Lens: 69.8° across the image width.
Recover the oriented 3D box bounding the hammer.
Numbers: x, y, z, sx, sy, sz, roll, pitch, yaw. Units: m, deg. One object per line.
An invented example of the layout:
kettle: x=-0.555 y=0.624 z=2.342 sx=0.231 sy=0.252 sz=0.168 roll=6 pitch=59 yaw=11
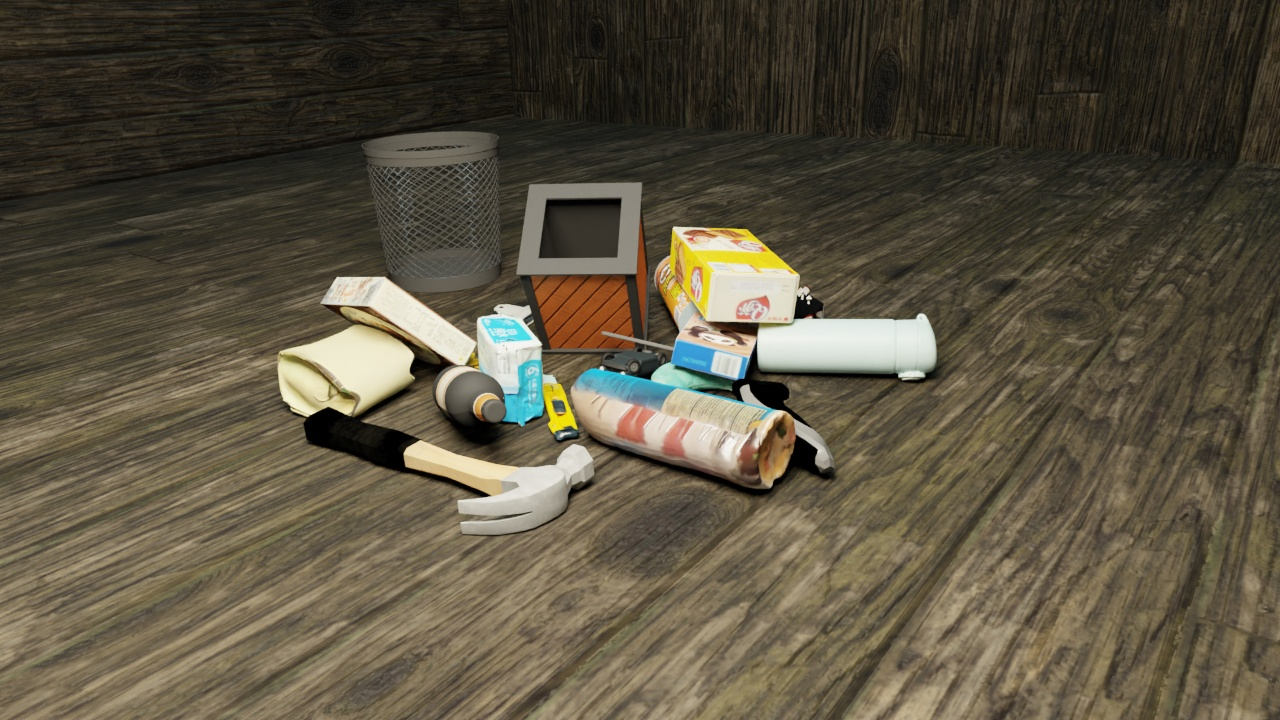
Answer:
hammer: x=-0.211 y=0.096 z=0.903 sx=0.329 sy=0.039 sz=0.130 roll=12 pitch=27 yaw=32

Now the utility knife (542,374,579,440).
utility knife: x=-0.097 y=0.050 z=1.043 sx=0.030 sy=0.017 sz=0.179 roll=2 pitch=17 yaw=-14

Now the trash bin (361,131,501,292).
trash bin: x=-0.335 y=-0.249 z=1.525 sx=0.218 sy=0.228 sz=0.217 roll=-2 pitch=22 yaw=1

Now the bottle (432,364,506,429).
bottle: x=-0.171 y=0.041 z=0.950 sx=0.059 sy=0.059 sz=0.182 roll=-11 pitch=9 yaw=-21

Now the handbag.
handbag: x=-0.340 y=0.018 z=1.061 sx=0.111 sy=0.081 sz=0.119 roll=18 pitch=26 yaw=25

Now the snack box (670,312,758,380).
snack box: x=0.093 y=-0.018 z=1.103 sx=0.087 sy=0.034 sz=0.151 roll=15 pitch=17 yaw=8

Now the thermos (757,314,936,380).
thermos: x=0.246 y=-0.016 z=1.098 sx=0.207 sy=0.078 sz=0.065 roll=1 pitch=-9 yaw=12

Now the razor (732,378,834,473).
razor: x=0.144 y=0.069 z=0.921 sx=0.060 sy=0.057 sz=0.156 roll=-32 pitch=33 yaw=1

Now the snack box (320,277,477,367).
snack box: x=-0.293 y=-0.046 z=1.113 sx=0.147 sy=0.143 sz=0.041 roll=7 pitch=66 yaw=50

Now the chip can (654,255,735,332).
chip can: x=0.072 y=-0.086 z=1.284 sx=0.075 sy=0.075 sz=0.215 roll=-5 pitch=22 yaw=-6

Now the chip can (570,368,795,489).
chip can: x=0.034 y=0.064 z=0.907 sx=0.230 sy=0.080 sz=0.079 roll=12 pitch=26 yaw=35

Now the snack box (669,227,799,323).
snack box: x=0.113 y=-0.113 z=1.168 sx=0.110 sy=0.062 sz=0.230 roll=0 pitch=21 yaw=-10

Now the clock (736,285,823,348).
clock: x=0.188 y=-0.069 z=1.244 sx=0.115 sy=0.065 sz=0.154 roll=0 pitch=23 yaw=5

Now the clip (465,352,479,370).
clip: x=-0.199 y=0.010 z=1.134 sx=0.049 sy=0.045 sz=0.054 roll=17 pitch=20 yaw=-3

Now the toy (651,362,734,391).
toy: x=0.055 y=0.029 z=1.057 sx=0.085 sy=0.033 sz=0.105 roll=25 pitch=30 yaw=33

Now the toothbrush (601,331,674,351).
toothbrush: x=0.032 y=-0.015 z=1.141 sx=0.167 sy=0.013 sz=0.013 roll=13 pitch=-1 yaw=4

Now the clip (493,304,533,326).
clip: x=-0.182 y=-0.055 z=1.321 sx=0.058 sy=0.050 sz=0.101 roll=-1 pitch=20 yaw=22

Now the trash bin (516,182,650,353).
trash bin: x=-0.065 y=-0.113 z=1.165 sx=0.140 sy=0.172 sz=0.139 roll=0 pitch=58 yaw=5

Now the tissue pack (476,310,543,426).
tissue pack: x=-0.148 y=0.004 z=1.051 sx=0.061 sy=0.093 sz=0.144 roll=-7 pitch=22 yaw=-19

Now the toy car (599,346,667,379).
toy car: x=-0.007 y=0.006 z=1.106 sx=0.046 sy=0.034 sz=0.112 roll=14 pitch=13 yaw=28
